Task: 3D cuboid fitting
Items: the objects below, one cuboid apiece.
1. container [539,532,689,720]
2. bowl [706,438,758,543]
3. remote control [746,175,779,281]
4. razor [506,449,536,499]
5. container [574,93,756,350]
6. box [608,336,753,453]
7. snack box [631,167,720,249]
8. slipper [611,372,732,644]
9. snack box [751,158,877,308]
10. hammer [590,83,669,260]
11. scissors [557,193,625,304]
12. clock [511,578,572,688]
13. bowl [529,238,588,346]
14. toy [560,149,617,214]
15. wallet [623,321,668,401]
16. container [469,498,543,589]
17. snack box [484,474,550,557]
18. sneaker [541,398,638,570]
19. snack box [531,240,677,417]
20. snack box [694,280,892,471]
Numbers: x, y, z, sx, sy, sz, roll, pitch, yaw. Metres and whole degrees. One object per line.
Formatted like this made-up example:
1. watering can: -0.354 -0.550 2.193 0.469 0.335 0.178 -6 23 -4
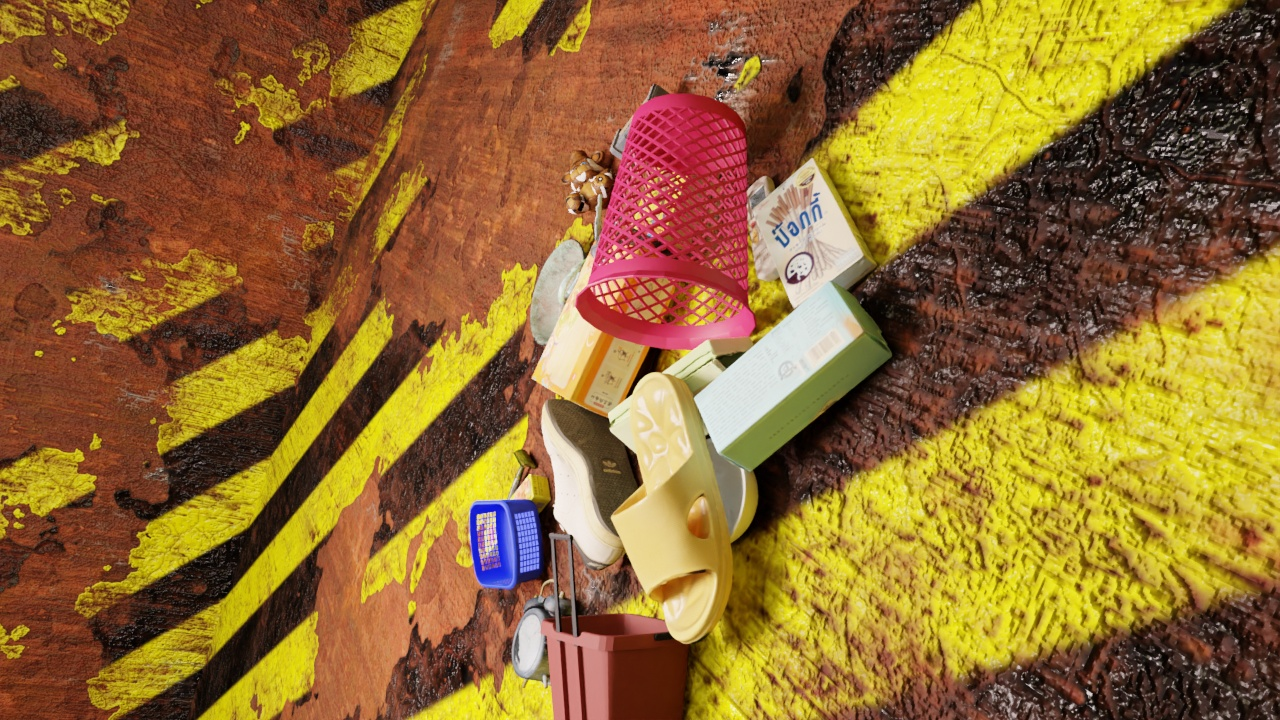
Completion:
1. container: -0.027 0.274 0.919 0.148 0.126 0.200 -12 76 56
2. bowl: 0.081 0.133 0.892 0.110 0.040 0.109 -28 56 51
3. remote control: 0.132 -0.140 0.967 0.038 0.018 0.125 -40 43 43
4. razor: -0.181 0.184 1.323 0.042 0.026 0.106 45 118 54
5. container: 0.039 -0.149 0.966 0.184 0.183 0.225 -21 56 54
6. box: 0.041 0.038 0.977 0.189 0.077 0.089 -35 48 46
7. snack box: 0.046 -0.207 1.117 0.088 0.040 0.126 39 109 58
8. slipper: 0.021 0.132 0.871 0.100 0.078 0.263 -35 55 43
9. snack box: 0.163 -0.120 0.880 0.082 0.026 0.149 -39 43 26
10. hammer: -0.019 -0.221 1.125 0.099 0.044 0.321 -44 21 40
11. scissors: -0.058 -0.136 1.186 0.023 0.168 0.172 28 137 28
12. clock: -0.113 0.331 1.112 0.090 0.052 0.129 -26 50 52
13. bowl: -0.104 -0.093 1.311 0.158 0.038 0.157 -33 49 48
14. toy: -0.077 -0.260 1.324 0.087 0.067 0.112 -33 57 16
15. wallet: -0.007 0.007 1.128 0.092 0.018 0.115 5 76 60
16. container: -0.175 0.239 1.215 0.096 0.058 0.114 -10 85 44
17. snack box: -0.174 0.219 1.284 0.148 0.029 0.040 -51 36 33
18. sneaker: -0.067 0.149 1.099 0.103 0.088 0.241 -64 35 31
19. snack box: -0.038 -0.039 1.111 0.195 0.080 0.145 -65 26 -2
20. snack box: 0.133 0.015 0.820 0.175 0.053 0.075 -42 41 19
